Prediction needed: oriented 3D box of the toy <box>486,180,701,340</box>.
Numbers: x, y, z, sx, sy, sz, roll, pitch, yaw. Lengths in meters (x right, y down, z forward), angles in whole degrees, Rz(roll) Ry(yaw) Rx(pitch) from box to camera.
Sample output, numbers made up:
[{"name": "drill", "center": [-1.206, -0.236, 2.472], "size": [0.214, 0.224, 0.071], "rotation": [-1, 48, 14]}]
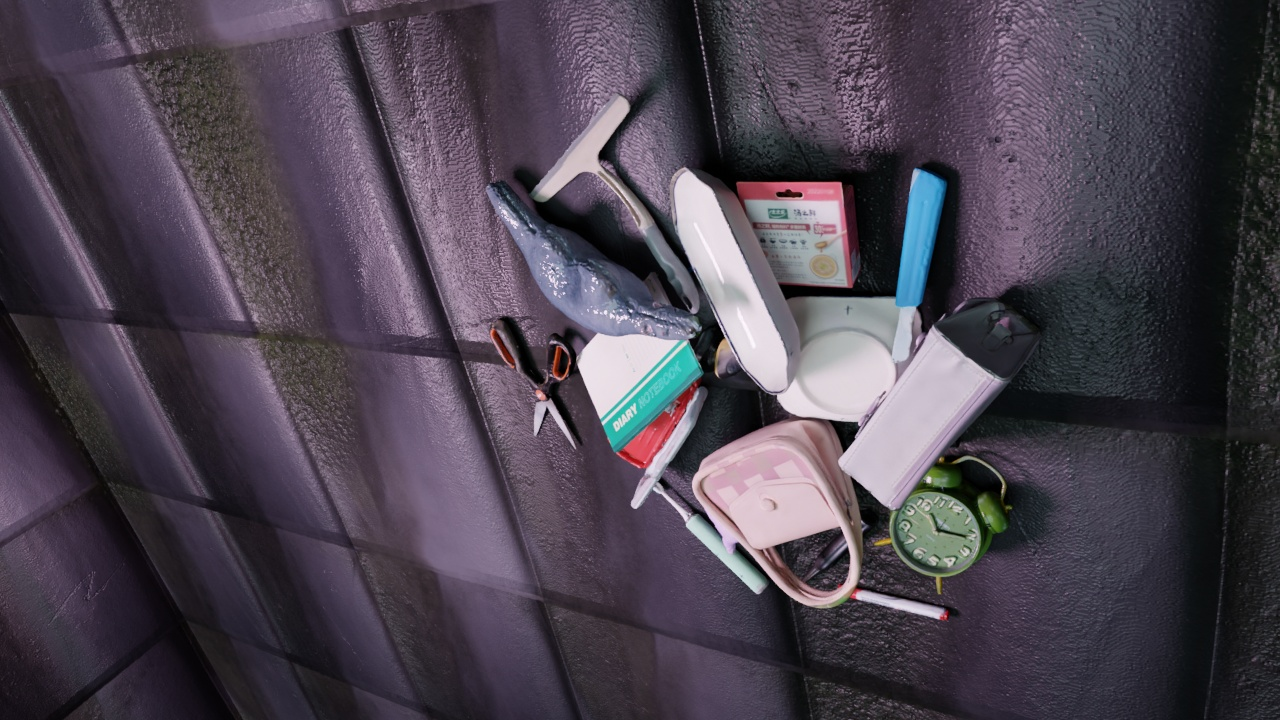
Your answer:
[{"name": "toy", "center": [-0.061, -0.099, 1.124], "size": [0.356, 0.091, 0.138], "rotation": [36, 155, 29]}]

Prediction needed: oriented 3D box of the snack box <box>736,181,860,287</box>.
[{"name": "snack box", "center": [0.169, -0.142, 0.969], "size": [0.113, 0.044, 0.127], "rotation": [6, 131, 27]}]

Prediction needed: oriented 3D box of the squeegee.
[{"name": "squeegee", "center": [0.001, -0.162, 1.091], "size": [0.246, 0.039, 0.247], "rotation": [52, 146, -4]}]

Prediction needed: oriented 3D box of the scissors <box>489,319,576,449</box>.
[{"name": "scissors", "center": [-0.146, 0.031, 1.332], "size": [0.221, 0.021, 0.231], "rotation": [49, 141, -1]}]

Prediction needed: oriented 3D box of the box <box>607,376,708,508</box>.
[{"name": "box", "center": [0.013, 0.094, 1.217], "size": [0.112, 0.099, 0.202], "rotation": [36, 133, 8]}]

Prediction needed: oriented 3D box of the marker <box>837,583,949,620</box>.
[{"name": "marker", "center": [0.330, 0.317, 1.204], "size": [0.145, 0.017, 0.017], "rotation": [6, 123, 32]}]

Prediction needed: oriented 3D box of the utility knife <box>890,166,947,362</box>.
[{"name": "utility knife", "center": [0.279, -0.091, 0.938], "size": [0.034, 0.018, 0.210], "rotation": [14, 116, 22]}]

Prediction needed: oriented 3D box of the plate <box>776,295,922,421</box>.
[{"name": "plate", "center": [0.228, 0.006, 1.023], "size": [0.164, 0.034, 0.164], "rotation": [1, 122, 16]}]

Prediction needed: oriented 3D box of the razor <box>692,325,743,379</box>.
[{"name": "razor", "center": [0.136, -0.021, 1.091], "size": [0.168, 0.062, 0.067], "rotation": [-15, 79, 35]}]

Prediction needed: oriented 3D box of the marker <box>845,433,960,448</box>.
[{"name": "marker", "center": [0.303, 0.093, 1.068], "size": [0.132, 0.020, 0.022], "rotation": [-5, 124, 37]}]

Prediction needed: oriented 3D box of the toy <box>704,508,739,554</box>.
[{"name": "toy", "center": [0.146, 0.226, 1.255], "size": [0.108, 0.038, 0.084], "rotation": [-17, 107, 35]}]

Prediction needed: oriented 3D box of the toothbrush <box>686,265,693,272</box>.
[{"name": "toothbrush", "center": [0.105, -0.140, 1.052], "size": [0.016, 0.014, 0.190], "rotation": [38, 136, -15]}]

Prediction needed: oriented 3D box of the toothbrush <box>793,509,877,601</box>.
[{"name": "toothbrush", "center": [0.249, 0.265, 1.219], "size": [0.027, 0.026, 0.213], "rotation": [45, 136, 18]}]

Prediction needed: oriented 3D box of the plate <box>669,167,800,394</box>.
[{"name": "plate", "center": [0.107, -0.089, 1.000], "size": [0.265, 0.034, 0.162], "rotation": [64, 167, 1]}]

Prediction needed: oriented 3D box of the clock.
[{"name": "clock", "center": [0.351, 0.178, 1.050], "size": [0.116, 0.056, 0.161], "rotation": [36, 113, 16]}]

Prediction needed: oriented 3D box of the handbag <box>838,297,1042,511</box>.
[{"name": "handbag", "center": [0.304, 0.039, 0.938], "size": [0.098, 0.144, 0.198], "rotation": [45, 132, 22]}]

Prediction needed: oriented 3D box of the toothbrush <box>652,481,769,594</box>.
[{"name": "toothbrush", "center": [0.096, 0.250, 1.315], "size": [0.224, 0.026, 0.027], "rotation": [43, 156, 2]}]

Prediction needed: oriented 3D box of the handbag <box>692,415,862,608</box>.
[{"name": "handbag", "center": [0.189, 0.196, 1.139], "size": [0.194, 0.093, 0.234], "rotation": [-30, 88, 45]}]

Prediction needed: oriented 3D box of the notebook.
[{"name": "notebook", "center": [-0.007, 0.007, 1.184], "size": [0.210, 0.012, 0.150], "rotation": [-46, 60, 43]}]
